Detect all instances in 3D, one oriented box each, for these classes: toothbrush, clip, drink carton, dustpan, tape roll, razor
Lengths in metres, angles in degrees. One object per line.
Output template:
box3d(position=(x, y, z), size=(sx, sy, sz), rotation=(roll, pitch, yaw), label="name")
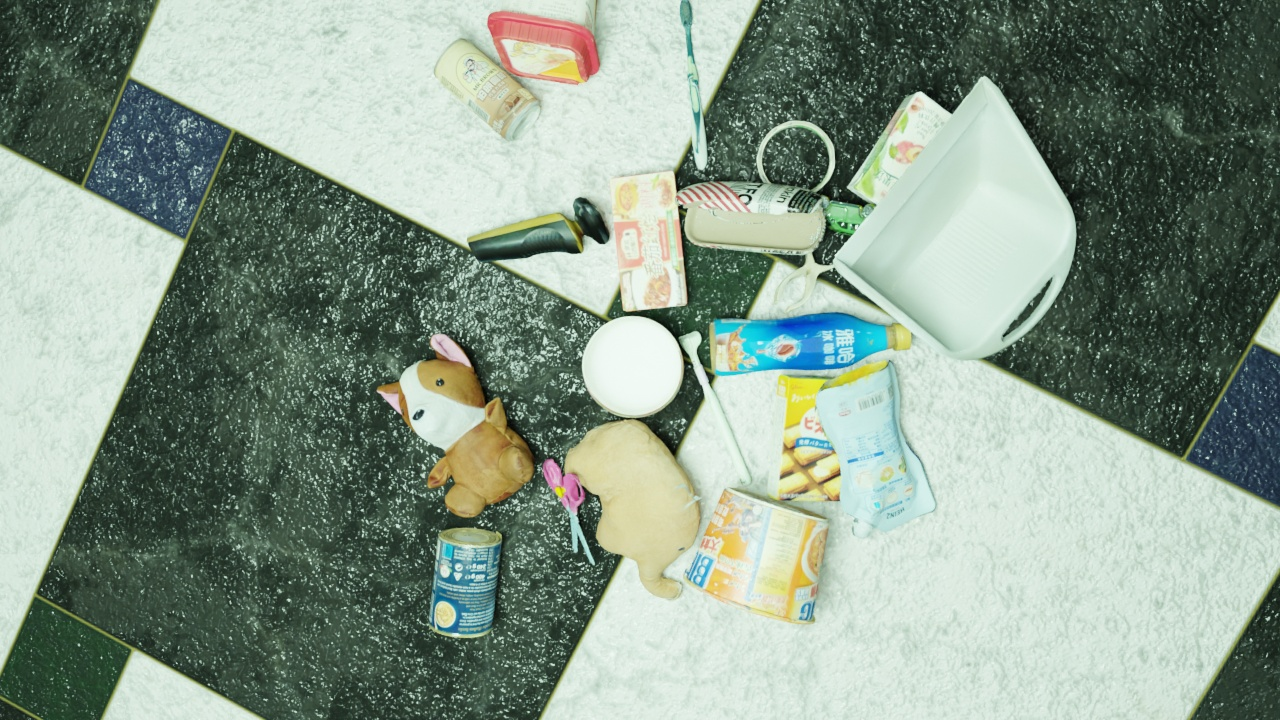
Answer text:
box3d(position=(0.059, -0.311, 1.034), size=(0.016, 0.018, 0.191), rotation=(-6, 94, 6), label="toothbrush")
box3d(position=(0.089, 0.057, 1.059), size=(0.029, 0.020, 0.189), rotation=(-20, 93, 37), label="toothbrush")
box3d(position=(0.188, -0.096, 1.032), size=(0.072, 0.034, 0.100), rotation=(37, 89, 3), label="clip")
box3d(position=(0.283, -0.226, 1.002), size=(0.053, 0.045, 0.122), rotation=(32, 98, -8), label="drink carton")
box3d(position=(0.345, -0.112, 0.934), size=(0.142, 0.257, 0.223), rotation=(42, 98, 25), label="dustpan")
box3d(position=(0.174, -0.225, 1.030), size=(0.086, 0.014, 0.086), rotation=(0, 94, 6), label="tape roll")
box3d(position=(-0.120, -0.146, 1.053), size=(0.168, 0.062, 0.067), rotation=(-10, 63, 12), label="razor")

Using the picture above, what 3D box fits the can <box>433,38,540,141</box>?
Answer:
box3d(position=(-0.173, -0.305, 1.038), size=(0.116, 0.058, 0.058), rotation=(41, 97, 2), label="can")

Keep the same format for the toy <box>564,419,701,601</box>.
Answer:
box3d(position=(0.005, 0.174, 1.046), size=(0.144, 0.082, 0.226), rotation=(-24, 93, 36), label="toy")

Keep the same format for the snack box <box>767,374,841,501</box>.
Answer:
box3d(position=(0.193, 0.087, 1.029), size=(0.087, 0.034, 0.140), rotation=(4, 93, -17), label="snack box")

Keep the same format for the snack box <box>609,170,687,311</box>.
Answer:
box3d(position=(0.010, -0.135, 1.048), size=(0.075, 0.025, 0.153), rotation=(-5, 94, 6), label="snack box")

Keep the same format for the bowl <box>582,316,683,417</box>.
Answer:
box3d(position=(-0.006, 0.006, 1.043), size=(0.113, 0.062, 0.113), rotation=(0, 93, 5), label="bowl")

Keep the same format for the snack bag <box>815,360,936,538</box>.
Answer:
box3d(position=(0.260, 0.102, 1.017), size=(0.110, 0.039, 0.191), rotation=(-24, 105, -23), label="snack bag")

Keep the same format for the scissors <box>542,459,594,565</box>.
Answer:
box3d(position=(-0.075, 0.174, 1.053), size=(0.017, 0.113, 0.134), rotation=(-23, 90, -29), label="scissors")

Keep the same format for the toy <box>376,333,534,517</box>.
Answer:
box3d(position=(-0.212, 0.077, 1.046), size=(0.140, 0.130, 0.199), rotation=(-35, 81, 13), label="toy")

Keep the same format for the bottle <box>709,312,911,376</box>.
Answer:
box3d(position=(0.187, -0.020, 1.020), size=(0.219, 0.065, 0.065), rotation=(-3, 94, 5), label="bottle")

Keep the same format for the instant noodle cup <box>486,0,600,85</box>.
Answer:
box3d(position=(-0.096, -0.384, 1.003), size=(0.117, 0.116, 0.124), rotation=(11, 84, 5), label="instant noodle cup")

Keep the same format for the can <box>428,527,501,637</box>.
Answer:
box3d(position=(-0.205, 0.257, 1.076), size=(0.075, 0.075, 0.111), rotation=(8, 95, 5), label="can")

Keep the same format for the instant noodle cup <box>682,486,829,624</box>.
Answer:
box3d(position=(0.134, 0.209, 1.007), size=(0.151, 0.151, 0.111), rotation=(17, 87, 4), label="instant noodle cup")

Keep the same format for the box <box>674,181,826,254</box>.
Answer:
box3d(position=(0.121, -0.153, 1.006), size=(0.163, 0.076, 0.088), rotation=(6, 124, 24), label="box")

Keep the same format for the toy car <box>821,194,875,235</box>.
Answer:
box3d(position=(0.225, -0.160, 1.015), size=(0.091, 0.043, 0.036), rotation=(15, 96, 5), label="toy car")
